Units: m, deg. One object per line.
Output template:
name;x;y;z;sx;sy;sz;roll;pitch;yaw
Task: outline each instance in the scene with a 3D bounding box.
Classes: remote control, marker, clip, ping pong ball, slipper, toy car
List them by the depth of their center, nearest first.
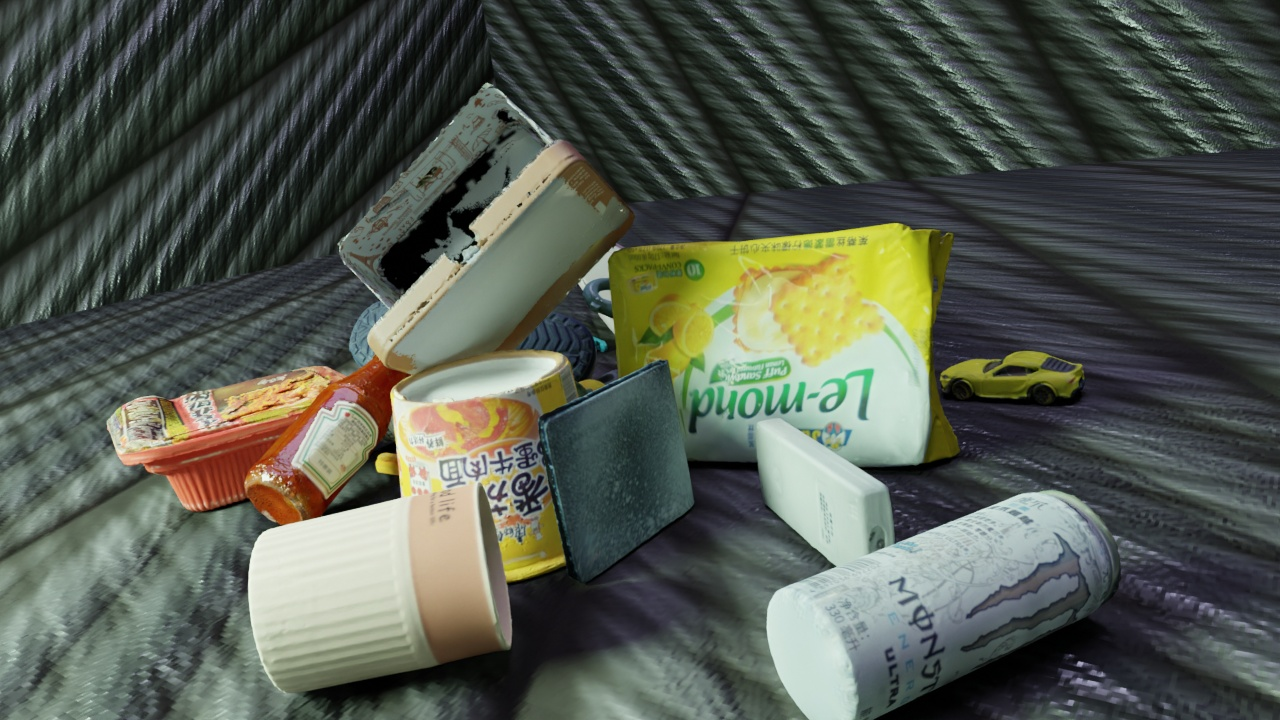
remote control;0.099;0.074;0.509;0.019;0.056;0.135;-11;14;-13
marker;-0.157;0.084;0.701;0.124;0.015;0.018;3;22;32
toy car;0.284;0.011;0.706;0.105;0.032;0.048;0;17;37
ping pong ball;-0.042;0.036;0.772;0.040;0.040;0.040;-8;14;2
slipper;-0.159;0.004;0.879;0.253;0.105;0.095;8;-17;19
clip;-0.057;-0.019;1.054;0.049;0.015;0.057;-15;17;-16

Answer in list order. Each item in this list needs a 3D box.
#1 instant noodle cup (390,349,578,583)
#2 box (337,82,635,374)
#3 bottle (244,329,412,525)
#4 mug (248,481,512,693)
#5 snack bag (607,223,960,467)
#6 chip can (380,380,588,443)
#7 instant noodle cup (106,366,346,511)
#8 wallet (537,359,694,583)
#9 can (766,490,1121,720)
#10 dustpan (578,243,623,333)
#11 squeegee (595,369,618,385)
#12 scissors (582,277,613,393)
instant noodle cup;-0.090;0.059;0.568;0.138;0.110;0.138;-9;15;2
box;-0.121;-0.090;0.639;0.183;0.157;0.193;-47;-10;2
bottle;-0.214;0.035;0.695;0.060;0.060;0.205;-1;39;27
mug;-0.122;0.113;0.458;0.106;0.081;0.115;-11;-12;-6
snack bag;0.091;-0.010;0.641;0.247;0.158;0.068;-1;9;25
chip can;-0.139;0.042;0.743;0.215;0.071;0.071;4;19;39
instant noodle cup;-0.328;0.061;0.760;0.188;0.079;0.165;-18;17;-29
wallet;-0.012;0.061;0.539;0.019;0.097;0.120;-3;14;37
can;0.127;0.100;0.383;0.146;0.058;0.058;-14;15;-23
dustpan;-0.021;-0.134;1.113;0.139;0.273;0.222;-34;19;-1
squeegee;0.047;-0.010;0.911;0.245;0.039;0.247;-28;42;-34
scissors;-0.004;0.004;0.770;0.170;0.019;0.178;38;50;12
